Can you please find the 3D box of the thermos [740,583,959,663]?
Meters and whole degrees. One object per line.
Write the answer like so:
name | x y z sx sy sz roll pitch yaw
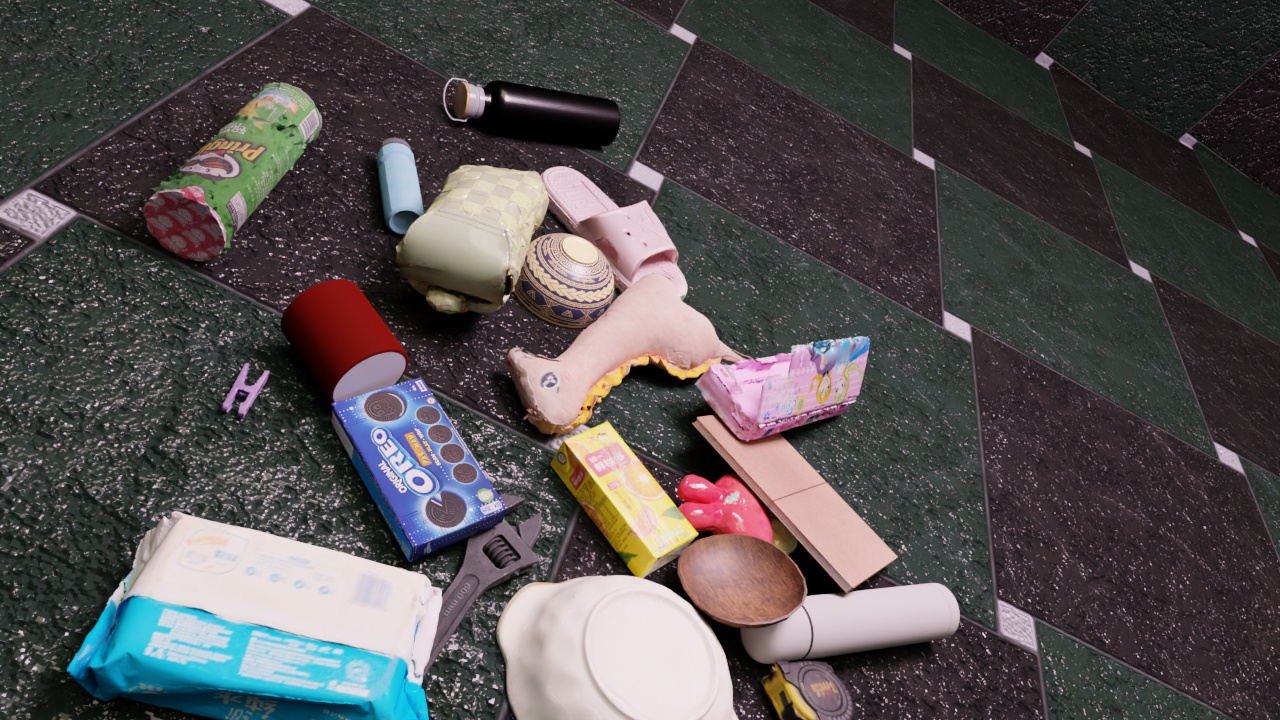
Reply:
thermos | 0.189 0.233 0.819 0.223 0.052 0.052 3 48 -30

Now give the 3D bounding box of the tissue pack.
tissue pack | -0.231 0.175 0.590 0.209 0.066 0.116 16 41 -13

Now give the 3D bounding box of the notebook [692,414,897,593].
notebook | 0.153 0.128 0.896 0.209 0.008 0.141 48 23 22

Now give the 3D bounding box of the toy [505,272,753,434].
toy | -0.005 0.005 0.921 0.196 0.065 0.263 39 44 1

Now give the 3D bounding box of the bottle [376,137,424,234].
bottle | -0.255 -0.189 0.970 0.040 0.040 0.130 6 47 -29

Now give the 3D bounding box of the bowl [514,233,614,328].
bowl | -0.075 -0.096 0.975 0.112 0.061 0.112 18 42 -17

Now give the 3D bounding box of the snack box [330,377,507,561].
snack box | -0.181 0.083 0.737 0.082 0.027 0.150 -19 57 -36

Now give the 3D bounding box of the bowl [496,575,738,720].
bowl | -0.002 0.234 0.690 0.219 0.060 0.187 35 40 2

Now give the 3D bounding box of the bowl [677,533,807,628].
bowl | 0.083 0.189 0.764 0.102 0.026 0.114 -7 28 -17

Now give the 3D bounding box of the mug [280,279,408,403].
mug | -0.241 -0.012 0.784 0.082 0.073 0.105 50 13 20

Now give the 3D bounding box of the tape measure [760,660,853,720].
tape measure | 0.141 0.281 0.753 0.067 0.038 0.062 9 37 -33

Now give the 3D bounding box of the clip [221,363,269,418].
clip | -0.319 0.023 0.734 0.036 0.013 0.053 12 47 -21

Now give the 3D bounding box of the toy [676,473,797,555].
toy | 0.091 0.145 0.850 0.135 0.045 0.091 16 40 -27

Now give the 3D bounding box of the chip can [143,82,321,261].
chip can | -0.374 -0.185 0.863 0.075 0.076 0.222 23 40 -11

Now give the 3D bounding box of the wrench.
wrench | -0.147 0.193 0.671 0.073 0.018 0.272 30 41 4

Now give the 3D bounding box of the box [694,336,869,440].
box | 0.167 0.012 0.966 0.229 0.097 0.085 -7 51 -52

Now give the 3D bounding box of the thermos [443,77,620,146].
thermos | -0.139 -0.314 1.156 0.230 0.061 0.061 -1 50 -34

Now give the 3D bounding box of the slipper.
slipper | -0.025 -0.158 1.070 0.239 0.065 0.094 47 42 19

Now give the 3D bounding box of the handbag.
handbag | -0.158 -0.113 0.900 0.113 0.117 0.186 17 41 0

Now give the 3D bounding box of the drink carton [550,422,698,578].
drink carton | -0.016 0.120 0.809 0.058 0.043 0.134 -20 62 -43
